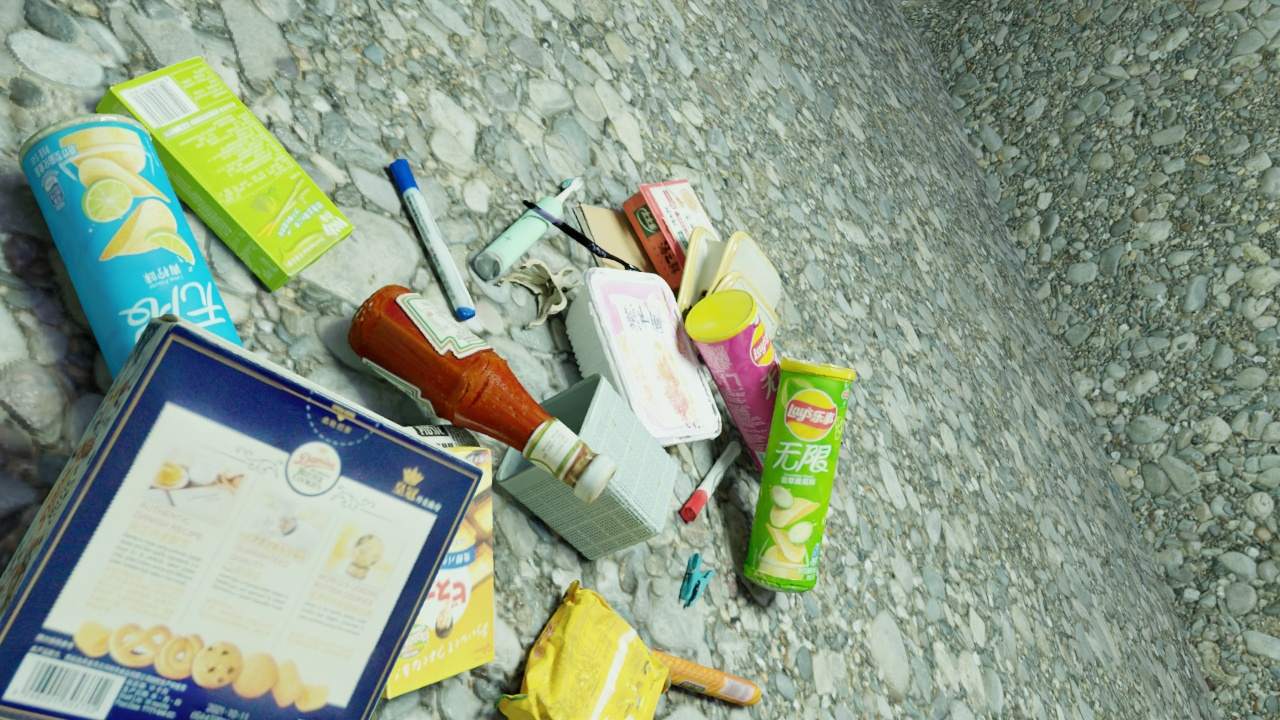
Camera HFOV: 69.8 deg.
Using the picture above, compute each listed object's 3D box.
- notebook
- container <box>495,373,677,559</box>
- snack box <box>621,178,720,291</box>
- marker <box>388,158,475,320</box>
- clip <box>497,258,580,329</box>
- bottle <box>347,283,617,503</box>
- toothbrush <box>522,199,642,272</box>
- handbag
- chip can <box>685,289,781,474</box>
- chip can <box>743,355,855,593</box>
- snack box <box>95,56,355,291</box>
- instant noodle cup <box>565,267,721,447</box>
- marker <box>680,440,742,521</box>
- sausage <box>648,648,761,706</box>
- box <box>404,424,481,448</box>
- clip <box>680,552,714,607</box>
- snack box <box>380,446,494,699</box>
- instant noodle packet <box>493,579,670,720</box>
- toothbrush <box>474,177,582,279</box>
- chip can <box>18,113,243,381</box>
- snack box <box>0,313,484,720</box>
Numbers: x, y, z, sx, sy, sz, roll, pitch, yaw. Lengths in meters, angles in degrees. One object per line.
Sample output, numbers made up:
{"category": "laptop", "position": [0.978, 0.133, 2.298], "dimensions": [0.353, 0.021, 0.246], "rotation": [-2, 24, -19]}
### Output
{"category": "notebook", "position": [0.021, -0.098, 1.020], "dimensions": [0.211, 0.012, 0.149], "rotation": [-5, 69, -55]}
{"category": "container", "position": [-0.037, 0.088, 0.721], "dimensions": [0.111, 0.090, 0.089], "rotation": [49, 34, -22]}
{"category": "snack box", "position": [0.037, -0.140, 1.021], "dimensions": [0.113, 0.044, 0.126], "rotation": [62, 31, 1]}
{"category": "marker", "position": [-0.171, -0.100, 0.755], "dimensions": [0.016, 0.017, 0.145], "rotation": [-15, 76, -57]}
{"category": "clip", "position": [-0.092, -0.074, 0.827], "dimensions": [0.094, 0.035, 0.102], "rotation": [46, 30, -23]}
{"category": "bottle", "position": [-0.107, 0.026, 0.635], "dimensions": [0.206, 0.060, 0.059], "rotation": [36, 33, 7]}
{"category": "toothbrush", "position": [-0.050, -0.111, 0.896], "dimensions": [0.189, 0.014, 0.016], "rotation": [29, 58, -48]}
{"category": "handbag", "position": [0.092, -0.037, 0.985], "dimensions": [0.163, 0.063, 0.178], "rotation": [37, 65, -57]}
{"category": "chip can", "position": [0.116, 0.028, 0.931], "dimensions": [0.071, 0.071, 0.211], "rotation": [-80, 149, -46]}
{"category": "chip can", "position": [0.151, 0.110, 0.877], "dimensions": [0.072, 0.073, 0.221], "rotation": [8, 93, -51]}
{"category": "snack box", "position": [-0.276, -0.128, 0.625], "dimensions": [0.156, 0.026, 0.085], "rotation": [49, 34, -15]}
{"category": "instant noodle cup", "position": [-0.005, 0.005, 0.853], "dimensions": [0.137, 0.060, 0.173], "rotation": [-1, 65, -55]}
{"category": "marker", "position": [0.073, 0.116, 0.912], "dimensions": [0.017, 0.017, 0.144], "rotation": [56, 33, -5]}
{"category": "sausage", "position": [0.048, 0.261, 0.755], "dimensions": [0.165, 0.022, 0.021], "rotation": [31, 42, -37]}
{"category": "box", "position": [-0.168, 0.080, 0.599], "dimensions": [0.164, 0.060, 0.071], "rotation": [1, 85, -53]}
{"category": "clip", "position": [0.049, 0.197, 0.816], "dimensions": [0.049, 0.015, 0.056], "rotation": [53, 31, -14]}
{"category": "snack box", "position": [-0.132, 0.125, 0.565], "dimensions": [0.086, 0.034, 0.140], "rotation": [1, 89, -54]}
{"category": "instant noodle packet", "position": [-0.037, 0.233, 0.643], "dimensions": [0.111, 0.044, 0.128], "rotation": [47, 30, -6]}
{"category": "toothbrush", "position": [-0.098, -0.135, 0.874], "dimensions": [0.223, 0.027, 0.026], "rotation": [-58, 149, -54]}
{"category": "chip can", "position": [-0.270, -0.029, 0.511], "dimensions": [0.071, 0.071, 0.210], "rotation": [-17, 78, -57]}
{"category": "snack box", "position": [-0.194, 0.099, 0.454], "dimensions": [0.178, 0.046, 0.182], "rotation": [33, 73, -34]}
